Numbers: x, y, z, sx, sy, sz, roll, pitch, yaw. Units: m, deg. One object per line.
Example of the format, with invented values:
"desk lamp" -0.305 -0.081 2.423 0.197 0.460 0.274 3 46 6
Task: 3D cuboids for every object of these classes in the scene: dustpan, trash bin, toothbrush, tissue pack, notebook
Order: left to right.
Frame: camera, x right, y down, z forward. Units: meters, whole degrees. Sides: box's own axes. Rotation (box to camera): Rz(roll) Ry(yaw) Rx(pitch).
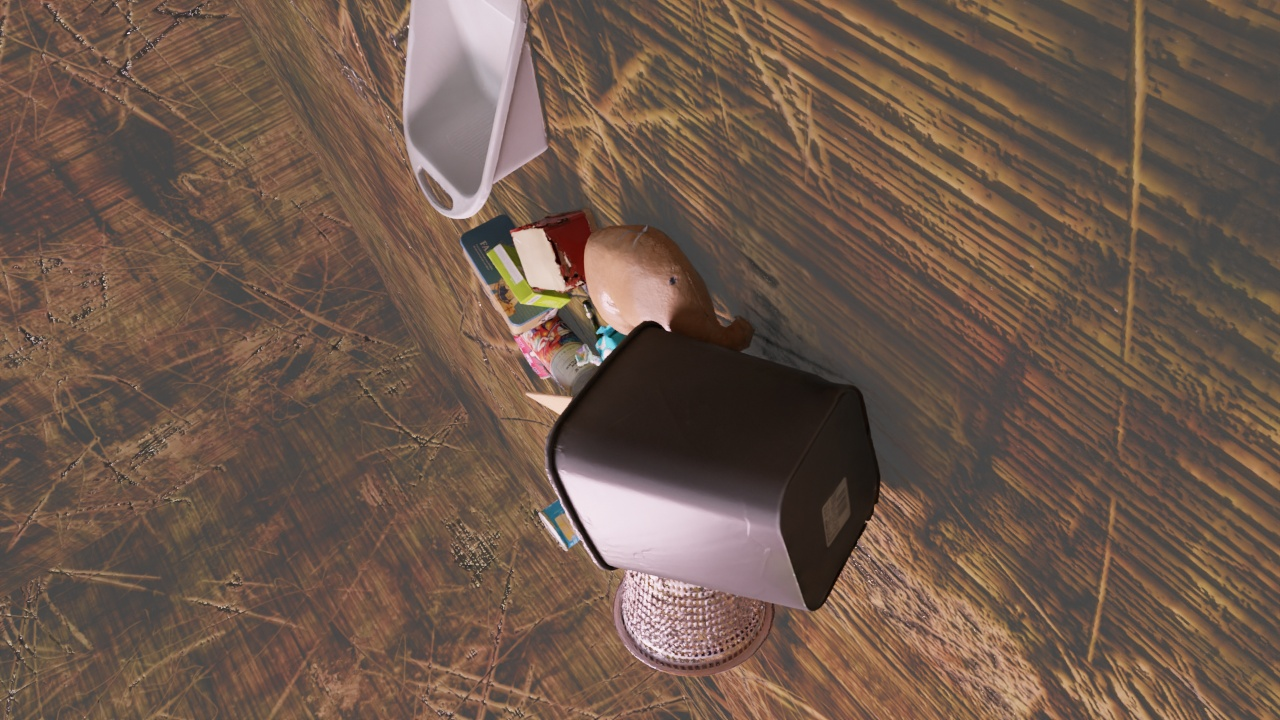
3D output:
"dustpan" -0.210 -0.295 1.015 0.222 0.142 0.258 45 162 34
"toothbrush" -0.054 0.001 1.245 0.020 0.029 0.189 18 179 13
"notebook" -0.052 0.084 1.309 0.149 0.012 0.212 35 161 -36
"toothbrush" -0.049 -0.013 1.329 0.017 0.012 0.186 33 152 45
"tissue pack" -0.007 0.007 1.175 0.133 0.050 0.093 57 166 -1
"trash bin" 0.068 0.272 1.232 0.227 0.227 0.192 40 145 44
"trash bin" 0.073 0.098 0.808 0.220 0.198 0.199 11 138 35

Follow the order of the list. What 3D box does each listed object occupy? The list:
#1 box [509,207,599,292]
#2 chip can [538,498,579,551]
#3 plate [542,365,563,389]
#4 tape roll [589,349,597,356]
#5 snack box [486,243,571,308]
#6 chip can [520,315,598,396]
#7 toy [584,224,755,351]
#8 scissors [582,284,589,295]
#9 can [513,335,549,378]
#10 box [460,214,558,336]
"box" -0.107 -0.129 1.125 0.168 0.080 0.091 15 126 67
"chip can" -0.046 0.189 1.352 0.071 0.210 0.071 49 163 21
"plate" -0.081 0.058 1.472 0.179 0.024 0.179 39 -179 -1
"tape roll" -0.066 0.021 1.439 0.086 0.013 0.086 50 163 21
"snack box" -0.153 -0.115 1.282 0.086 0.026 0.156 55 -168 7
"chip can" -0.120 -0.013 1.401 0.214 0.071 0.071 46 162 46
"toy" 0.019 -0.069 0.918 0.226 0.082 0.143 26 148 52
"scissors" -0.052 -0.113 1.139 0.146 0.014 0.172 38 156 45
"can" -0.166 -0.024 1.547 0.094 0.066 0.066 61 164 -16
"box" -0.200 -0.133 1.388 0.184 0.089 0.061 56 165 7
